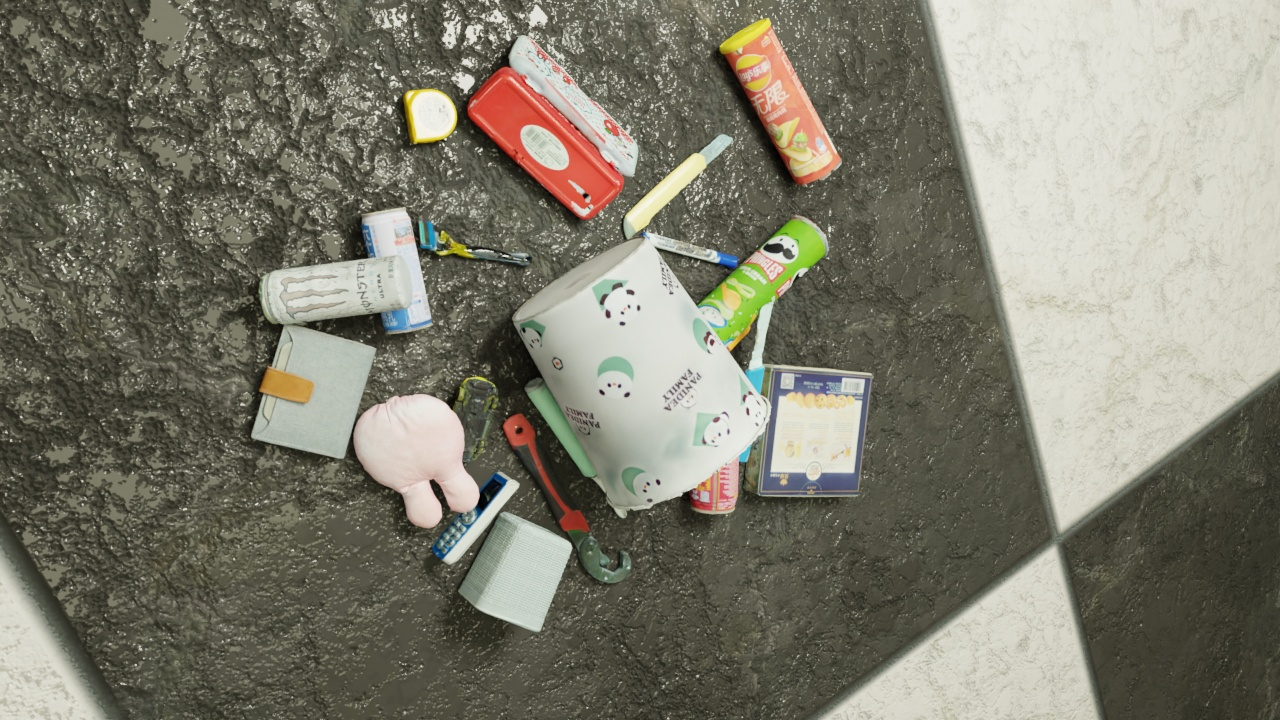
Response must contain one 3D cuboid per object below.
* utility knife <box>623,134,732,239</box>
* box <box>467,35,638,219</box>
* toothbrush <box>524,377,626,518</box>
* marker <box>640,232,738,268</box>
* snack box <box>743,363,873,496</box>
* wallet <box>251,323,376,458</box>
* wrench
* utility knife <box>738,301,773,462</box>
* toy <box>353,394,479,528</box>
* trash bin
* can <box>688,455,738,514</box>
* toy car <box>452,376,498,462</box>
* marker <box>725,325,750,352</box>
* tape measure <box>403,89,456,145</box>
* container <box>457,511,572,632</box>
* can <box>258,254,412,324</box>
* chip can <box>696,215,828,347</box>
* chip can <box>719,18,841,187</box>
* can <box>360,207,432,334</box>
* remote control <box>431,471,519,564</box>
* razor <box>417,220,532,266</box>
[{"bbox_3d":[0.048,-0.230,1.184,0.201,0.021,0.031,-41,118,-9],"label":"utility knife"},{"bbox_3d":[-0.099,-0.277,1.094,0.110,0.100,0.201,-39,118,21],"label":"box"},{"bbox_3d":[-0.076,0.115,1.159,0.026,0.027,0.224,-34,110,-5],"label":"toothbrush"},{"bbox_3d":[0.064,-0.145,1.204,0.145,0.017,0.017,11,91,-27],"label":"marker"},{"bbox_3d":[0.240,0.101,1.307,0.177,0.046,0.182,5,94,-27],"label":"snack box"},{"bbox_3d":[-0.358,0.034,1.002,0.106,0.037,0.129,18,88,-28],"label":"wallet"},{"bbox_3d":[-0.095,0.181,1.164,0.056,0.016,0.273,-39,111,-17],"label":"wrench"},{"bbox_3d":[0.150,0.032,1.233,0.034,0.018,0.235,0,113,-23],"label":"utility knife"},{"bbox_3d":[-0.253,0.114,1.047,0.121,0.054,0.159,-22,106,0],"label":"toy"},{"bbox_3d":[-0.006,0.006,1.081,0.229,0.230,0.252,-36,105,-19],"label":"trash bin"},{"bbox_3d":[0.098,0.153,1.229,0.066,0.067,0.094,-2,97,-27],"label":"can"},{"bbox_3d":[-0.203,0.070,1.087,0.048,0.032,0.105,14,101,-22],"label":"toy car"},{"bbox_3d":[0.103,-0.007,1.243,0.123,0.015,0.018,-45,112,-12],"label":"marker"},{"bbox_3d":[-0.237,-0.274,1.029,0.057,0.029,0.060,-13,102,-24],"label":"tape measure"},{"bbox_3d":[-0.148,0.251,1.108,0.090,0.090,0.111,29,79,-27],"label":"container"},{"bbox_3d":[-0.318,-0.074,0.966,0.147,0.058,0.058,-7,100,1],"label":"can"},{"bbox_3d":[0.147,-0.094,1.222,0.235,0.072,0.072,-42,112,-15],"label":"chip can"},{"bbox_3d":[0.188,-0.338,1.212,0.073,0.073,0.216,-42,112,-16],"label":"chip can"},{"bbox_3d":[-0.271,-0.100,1.019,0.053,0.053,0.134,-15,103,-25],"label":"can"},{"bbox_3d":[-0.197,0.187,1.095,0.024,0.049,0.124,46,76,-26],"label":"remote control"},{"bbox_3d":[-0.193,-0.129,1.075,0.142,0.022,0.042,10,48,-31],"label":"razor"}]
